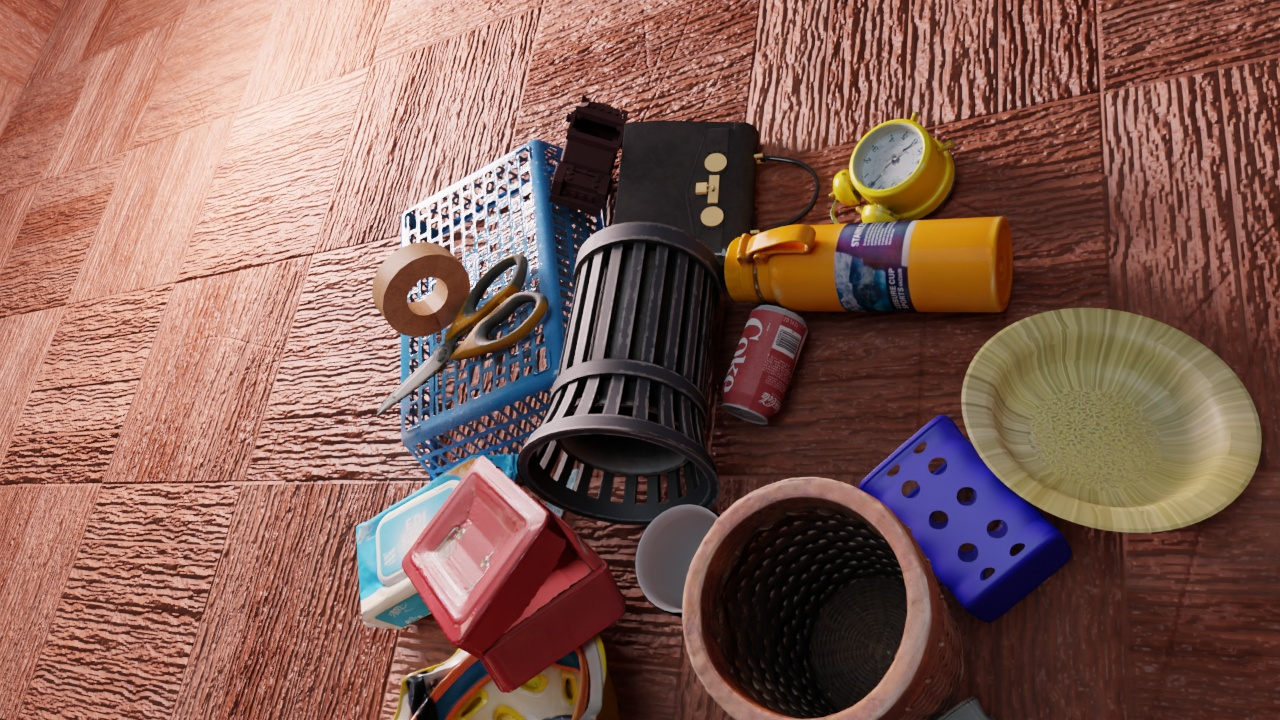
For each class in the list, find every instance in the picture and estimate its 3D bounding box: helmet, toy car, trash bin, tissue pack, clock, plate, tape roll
[{"bbox_3d":[-0.104,0.328,0.736,0.210,0.140,0.239,0,33,38],"label":"helmet"},{"bbox_3d":[-0.051,-0.232,0.986,0.070,0.062,0.169,16,47,-5],"label":"toy car"},{"bbox_3d":[0.139,0.179,0.603,0.151,0.210,0.151,-14,60,26],"label":"trash bin"},{"bbox_3d":[-0.198,0.179,0.914,0.210,0.066,0.116,-30,51,19],"label":"tissue pack"},{"bbox_3d":[0.221,-0.158,0.814,0.119,0.057,0.083,-46,50,17],"label":"clock"},{"bbox_3d":[0.320,0.045,0.639,0.184,0.036,0.184,-6,51,7],"label":"plate"},{"bbox_3d":[-0.219,-0.071,0.920,0.094,0.094,0.027,-49,51,3],"label":"tape roll"},{"bbox_3d":[-0.005,0.005,0.805,0.165,0.164,0.226,-13,50,28],"label":"trash bin"}]

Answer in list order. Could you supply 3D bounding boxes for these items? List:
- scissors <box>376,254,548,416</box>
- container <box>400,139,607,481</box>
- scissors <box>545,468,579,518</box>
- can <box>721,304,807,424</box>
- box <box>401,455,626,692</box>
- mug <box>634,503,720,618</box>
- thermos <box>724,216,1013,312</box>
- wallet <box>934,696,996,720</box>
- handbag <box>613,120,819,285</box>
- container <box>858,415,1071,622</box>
[{"bbox_3d":[-0.182,-0.007,0.914,0.229,0.016,0.114,-44,51,9],"label":"scissors"},{"bbox_3d":[-0.157,-0.065,0.996,0.258,0.089,0.361,-23,57,23],"label":"container"},{"bbox_3d":[-0.086,0.182,0.878,0.101,0.016,0.178,17,75,42],"label":"scissors"},{"bbox_3d":[0.109,0.004,0.810,0.054,0.054,0.096,13,75,37],"label":"can"},{"bbox_3d":[-0.107,0.184,0.767,0.137,0.126,0.157,-49,32,-8],"label":"box"},{"bbox_3d":[0.067,0.177,0.726,0.122,0.094,0.085,37,91,39],"label":"mug"},{"bbox_3d":[0.185,-0.086,0.775,0.233,0.091,0.076,3,37,32],"label":"thermos"},{"bbox_3d":[0.223,0.300,0.594,0.100,0.054,0.131,-45,56,8],"label":"wallet"},{"bbox_3d":[0.079,-0.158,0.916,0.196,0.072,0.175,-3,65,20],"label":"handbag"},{"bbox_3d":[0.232,0.114,0.654,0.084,0.085,0.113,-43,52,9],"label":"container"}]
